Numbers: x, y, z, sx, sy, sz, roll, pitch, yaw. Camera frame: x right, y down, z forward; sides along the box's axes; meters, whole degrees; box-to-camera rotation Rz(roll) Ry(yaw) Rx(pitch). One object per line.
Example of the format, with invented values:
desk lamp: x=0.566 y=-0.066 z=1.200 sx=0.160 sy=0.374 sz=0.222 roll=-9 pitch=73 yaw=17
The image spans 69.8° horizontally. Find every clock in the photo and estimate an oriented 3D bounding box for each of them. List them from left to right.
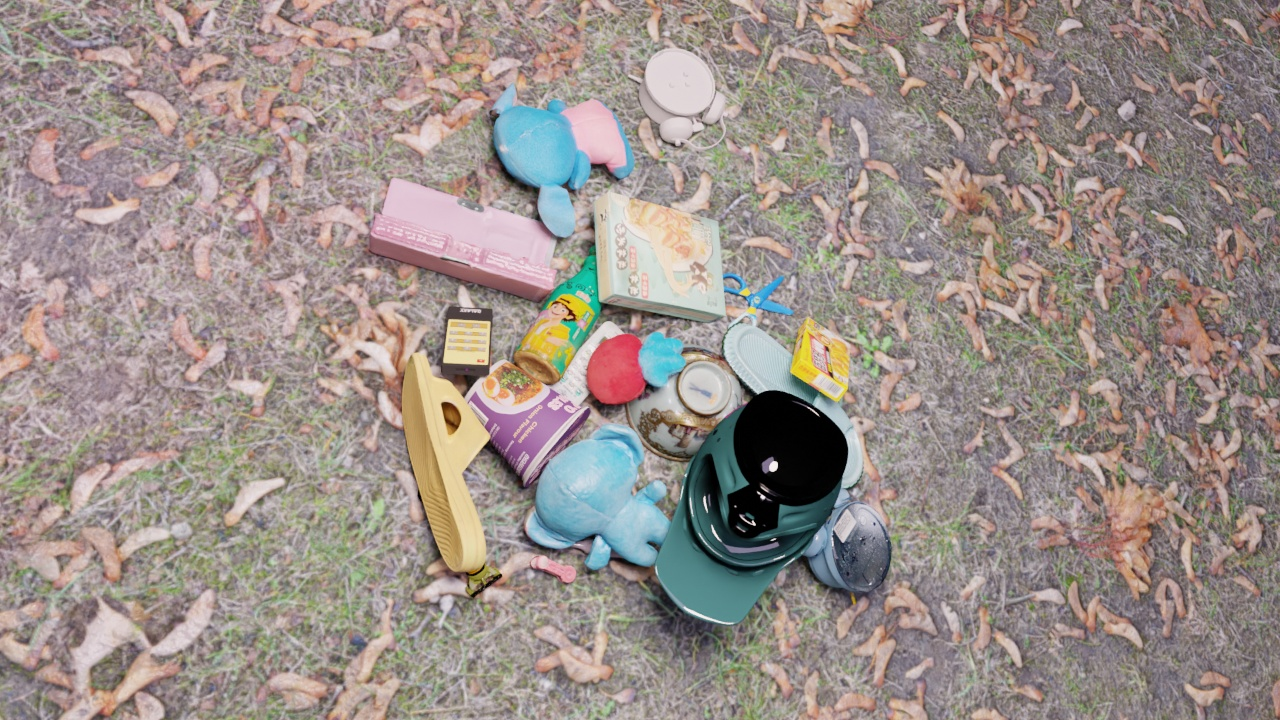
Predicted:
clock: x=0.063 y=-0.378 z=1.333 sx=0.119 sy=0.061 sz=0.159 roll=-36 pitch=87 yaw=-24
clock: x=0.264 y=0.234 z=1.210 sx=0.162 sy=0.060 sz=0.117 roll=53 pitch=54 yaw=-13

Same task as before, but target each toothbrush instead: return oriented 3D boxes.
toothbrush: x=-0.036 y=0.237 z=1.150 sx=0.188 sy=0.018 sz=0.019 roll=11 pitch=71 yaw=-15

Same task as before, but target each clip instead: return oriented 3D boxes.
clip: x=-0.110 y=0.254 z=1.123 sx=0.060 sy=0.045 sz=0.023 roll=38 pitch=65 yaw=-41

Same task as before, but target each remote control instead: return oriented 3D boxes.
remote control: x=-0.210 y=-0.026 z=1.120 sx=0.058 sy=0.013 sz=0.133 roll=2 pitch=34 yaw=-10
remote control: x=-0.068 y=0.008 z=1.202 sx=0.050 sy=0.022 sz=0.133 roll=43 pitch=66 yaw=-2

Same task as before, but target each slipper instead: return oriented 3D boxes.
slipper: x=-0.218 y=0.116 z=1.076 sx=0.078 sy=0.100 sz=0.263 roll=-7 pitch=68 yaw=-35
slipper: x=0.221 y=0.052 z=1.250 sx=0.276 sy=0.070 sz=0.115 roll=48 pitch=48 yaw=-2

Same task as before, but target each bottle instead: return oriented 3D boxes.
bottle: x=-0.087 y=-0.068 z=1.191 sx=0.068 sy=0.068 sz=0.209 roll=33 pitch=61 yaw=-7

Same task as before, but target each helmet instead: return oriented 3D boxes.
helmet: x=0.130 y=0.171 z=1.090 sx=0.176 sy=0.201 sz=0.273 roll=33 pitch=32 yaw=8

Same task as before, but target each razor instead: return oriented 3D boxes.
razor: x=-0.223 y=0.211 z=1.096 sx=0.044 sy=0.021 sz=0.144 roll=-33 pitch=85 yaw=-24

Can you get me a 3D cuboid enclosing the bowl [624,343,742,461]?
bowl: x=0.068 y=0.046 z=1.198 sx=0.159 sy=0.094 sz=0.159 roll=5 pitch=74 yaw=-17

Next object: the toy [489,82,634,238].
toy: x=-0.100 y=-0.281 z=1.232 sx=0.191 sy=0.099 sz=0.224 roll=-16 pitch=72 yaw=-28

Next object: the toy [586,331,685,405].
toy: x=-0.007 y=0.007 z=1.159 sx=0.133 sy=0.062 sz=0.092 roll=-13 pitch=66 yaw=11

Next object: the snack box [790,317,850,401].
snack box: x=0.249 y=-0.004 z=1.258 sx=0.075 sy=0.025 sz=0.152 roll=33 pitch=28 yaw=-2

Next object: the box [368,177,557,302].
box: x=-0.215 y=-0.164 z=1.163 sx=0.232 sy=0.107 sz=0.115 roll=16 pitch=80 yaw=-12

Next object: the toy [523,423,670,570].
toy: x=-0.040 y=0.173 z=1.115 sx=0.180 sy=0.115 sz=0.183 roll=38 pitch=94 yaw=-13

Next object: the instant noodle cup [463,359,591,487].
instant noodle cup: x=-0.143 y=0.063 z=1.112 sx=0.122 sy=0.137 sz=0.121 roll=40 pitch=39 yaw=6

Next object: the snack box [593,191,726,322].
snack box: x=0.027 y=-0.135 z=1.234 sx=0.193 sy=0.044 sz=0.141 roll=9 pitch=71 yaw=-37

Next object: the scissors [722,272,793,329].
scissors: x=0.162 y=-0.079 z=1.308 sx=0.125 sy=0.016 sz=0.123 roll=15 pitch=75 yaw=-14
